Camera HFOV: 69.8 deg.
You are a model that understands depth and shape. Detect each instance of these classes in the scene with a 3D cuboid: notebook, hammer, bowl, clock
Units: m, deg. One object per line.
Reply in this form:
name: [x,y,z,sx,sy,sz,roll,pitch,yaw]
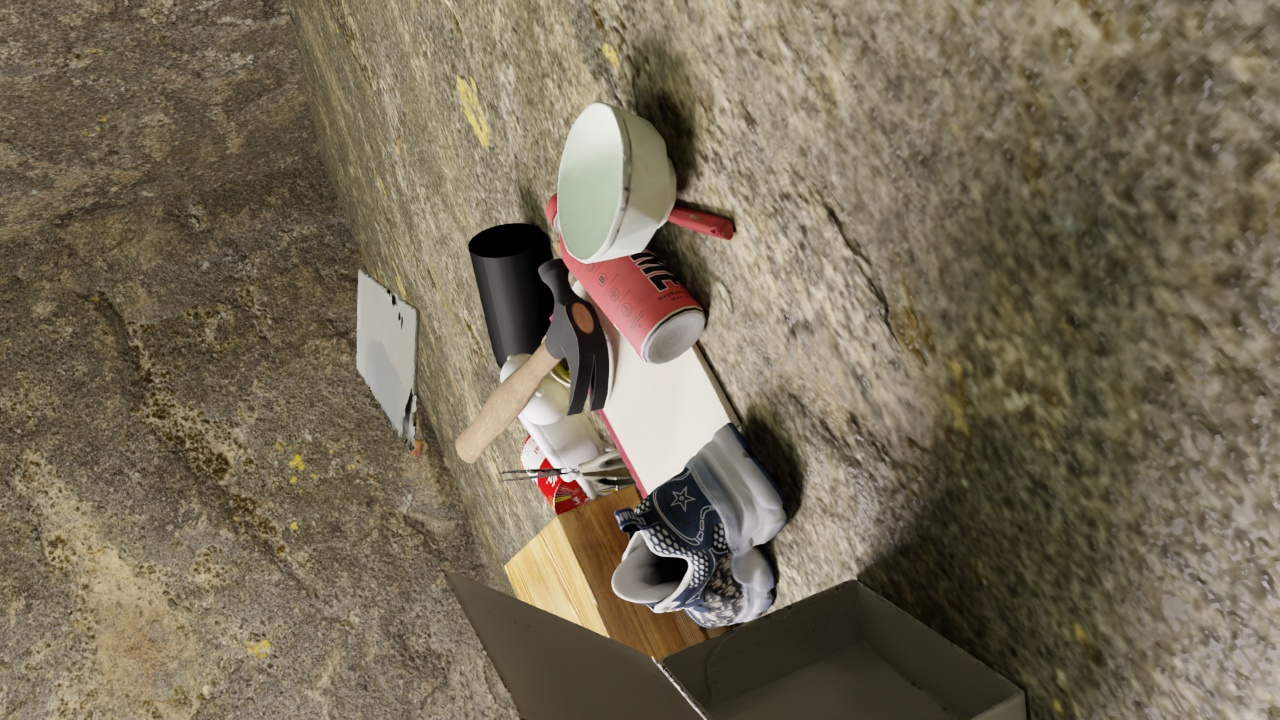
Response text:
notebook: [-0.005,0.005,0.812,0.153,0.012,0.208,-48,63,45]
hammer: [-0.123,0.035,0.928,0.306,0.040,0.132,-44,63,48]
bowl: [-0.012,-0.128,0.681,0.118,0.061,0.117,-10,79,62]
clock: [-0.089,0.066,1.033,0.125,0.072,0.161,42,164,53]

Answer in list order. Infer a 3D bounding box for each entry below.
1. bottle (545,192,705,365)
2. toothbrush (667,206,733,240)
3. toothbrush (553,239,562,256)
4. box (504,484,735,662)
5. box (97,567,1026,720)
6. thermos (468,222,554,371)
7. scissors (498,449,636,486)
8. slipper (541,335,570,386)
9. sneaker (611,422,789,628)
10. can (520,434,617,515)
bottle: [-0.021,-0.077,0.753,0.176,0.062,0.062,51,155,29]
toothbrush: [0.018,-0.112,0.707,0.190,0.016,0.016,32,138,61]
toothbrush: [-0.042,-0.083,0.907,0.184,0.015,0.015,44,142,49]
box: [-0.001,0.287,0.978,0.279,0.167,0.246,65,154,14]
box: [-0.022,0.194,0.491,0.166,0.478,0.119,24,105,64]
thermos: [-0.143,-0.056,1.099,0.086,0.086,0.199,46,151,49]
scissors: [-0.061,0.120,0.975,0.154,0.163,0.012,37,-143,-55]
slipper: [-0.058,-0.003,0.934,0.191,0.081,0.091,-2,110,68]
sneaker: [0.036,0.165,0.760,0.103,0.132,0.270,55,161,32]
can: [-0.092,0.141,1.159,0.116,0.086,0.087,41,147,53]
